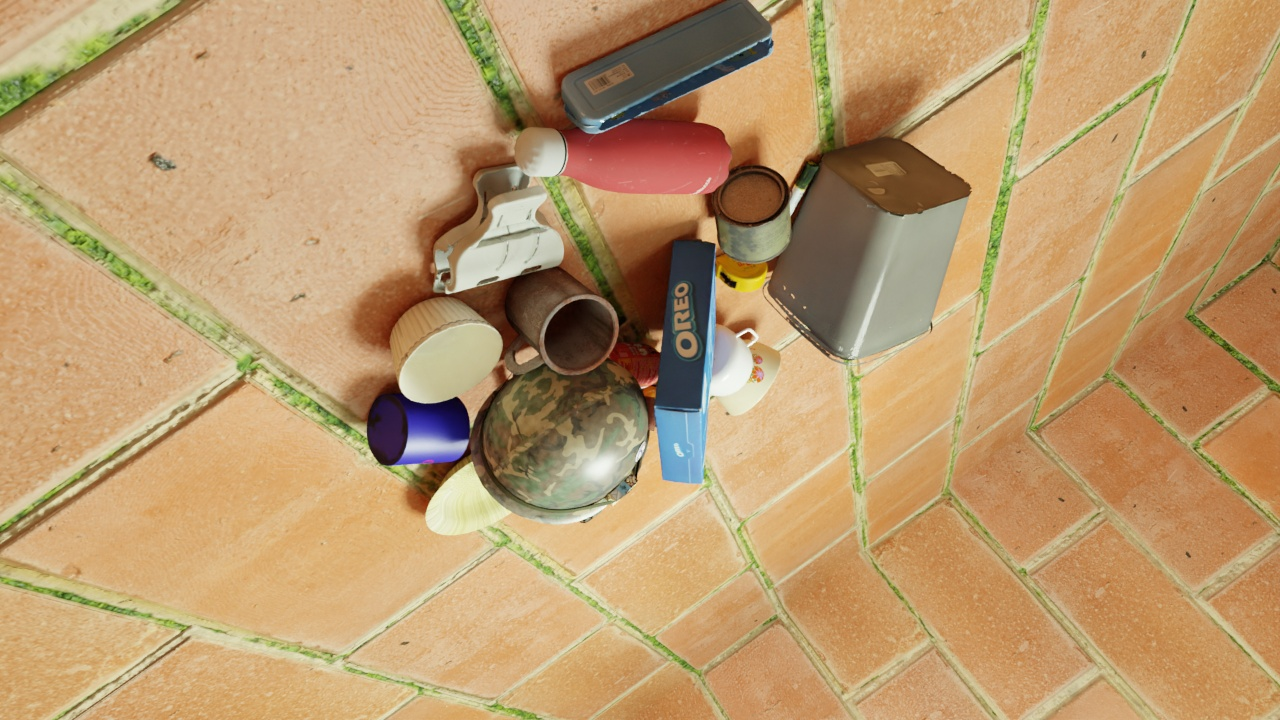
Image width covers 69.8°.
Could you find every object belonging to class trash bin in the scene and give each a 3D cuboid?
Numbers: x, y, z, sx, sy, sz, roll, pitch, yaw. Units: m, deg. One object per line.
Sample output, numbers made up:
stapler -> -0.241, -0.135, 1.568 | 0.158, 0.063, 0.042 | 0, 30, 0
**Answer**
trash bin -> 0.301, -0.150, 1.203 | 0.197, 0.197, 0.221 | -20, 141, -28

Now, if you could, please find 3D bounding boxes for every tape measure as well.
tape measure -> 0.135, -0.116, 1.191 | 0.068, 0.059, 0.030 | -23, 148, -24

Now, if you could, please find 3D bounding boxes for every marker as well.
marker -> 0.189, -0.194, 1.180 | 0.017, 0.017, 0.147 | -12, 142, -37

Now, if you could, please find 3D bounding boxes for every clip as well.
clip -> -0.131, -0.115, 0.893 | 0.125, 0.089, 0.151 | -20, 157, -33

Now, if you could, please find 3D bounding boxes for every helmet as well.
helmet -> -0.085, 0.086, 1.064 | 0.223, 0.192, 0.237 | -28, 169, -41

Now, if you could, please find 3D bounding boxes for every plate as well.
plate -> -0.211, 0.163, 1.241 | 0.184, 0.036, 0.185 | -27, 149, -18

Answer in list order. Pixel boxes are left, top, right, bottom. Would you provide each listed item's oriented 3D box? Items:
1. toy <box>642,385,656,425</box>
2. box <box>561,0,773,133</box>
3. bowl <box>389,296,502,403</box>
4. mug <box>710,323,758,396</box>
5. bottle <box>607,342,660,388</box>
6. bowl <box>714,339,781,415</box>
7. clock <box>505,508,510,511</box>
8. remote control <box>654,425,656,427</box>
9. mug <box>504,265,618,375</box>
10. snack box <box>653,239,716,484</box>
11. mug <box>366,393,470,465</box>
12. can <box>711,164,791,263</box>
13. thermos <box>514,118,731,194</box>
toy -> 0.030, 0.068, 1.363 | 0.090, 0.070, 0.103 | 12, 142, -34
box -> 0.028, -0.264, 0.852 | 0.209, 0.067, 0.052 | -30, 158, -13
bowl -> -0.209, -0.017, 0.955 | 0.115, 0.062, 0.115 | -27, 150, -17
mug -> 0.113, -0.007, 1.287 | 0.116, 0.094, 0.068 | -36, 151, 14
bottle -> -0.007, 0.007, 1.213 | 0.137, 0.062, 0.062 | -2, 136, -47
bowl -> 0.140, 0.012, 1.358 | 0.074, 0.117, 0.118 | 35, 111, -16
clock -> -0.152, 0.157, 1.201 | 0.083, 0.057, 0.119 | -35, 157, -5
remote control -> 0.023, 0.093, 1.422 | 0.124, 0.011, 0.028 | -33, 151, -7
mug -> -0.098, -0.035, 0.977 | 0.123, 0.110, 0.096 | -39, 123, -8
snack box -> 0.059, 0.004, 1.124 | 0.056, 0.238, 0.196 | 3, 149, 6
mug -> -0.245, 0.061, 1.027 | 0.083, 0.079, 0.111 | 2, 105, -49
can -> 0.131, -0.171, 1.074 | 0.090, 0.090, 0.075 | -33, 151, -8
thermos -> -0.016, -0.199, 0.891 | 0.239, 0.073, 0.073 | -9, 140, -40
